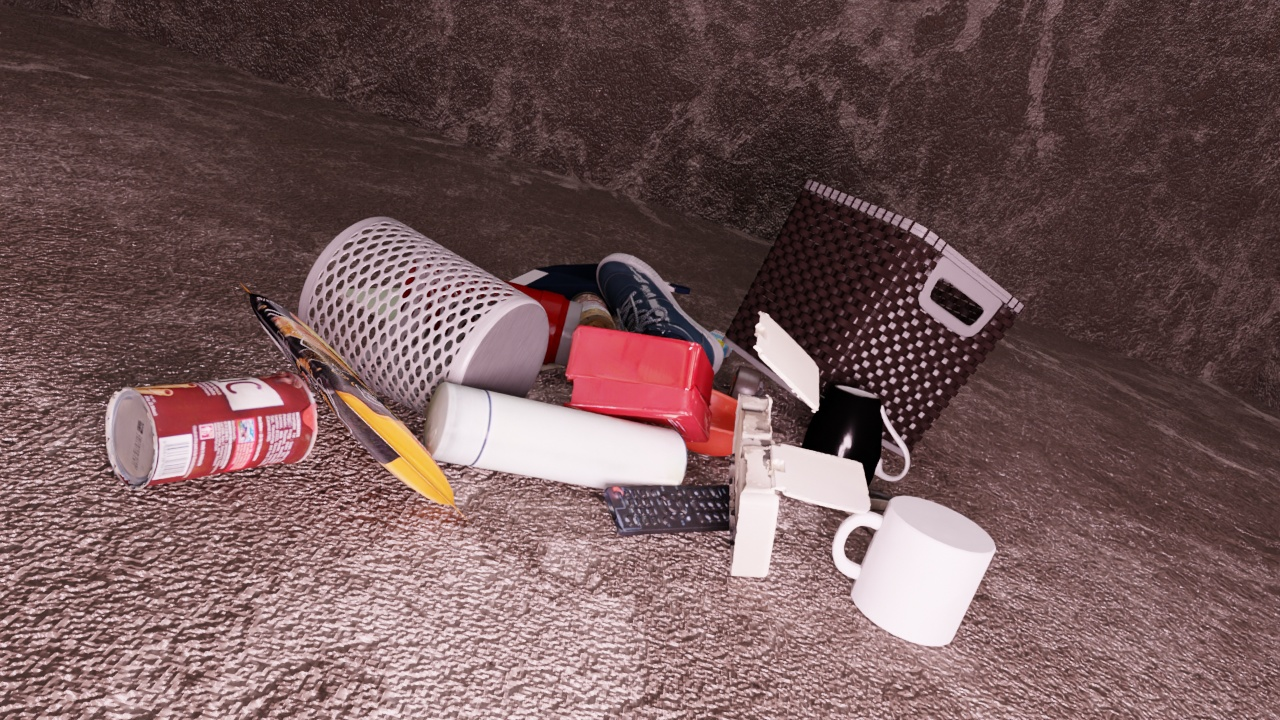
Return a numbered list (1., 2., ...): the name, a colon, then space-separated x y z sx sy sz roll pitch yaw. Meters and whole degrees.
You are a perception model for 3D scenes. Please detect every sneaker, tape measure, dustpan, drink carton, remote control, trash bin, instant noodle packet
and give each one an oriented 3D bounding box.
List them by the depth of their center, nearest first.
1. instant noodle packet: -0.229 0.031 0.729 0.221 0.032 0.160 34 -17 43
2. remote control: 0.035 0.134 0.812 0.150 0.022 0.047 6 45 -35
3. trash bin: -0.199 -0.029 0.873 0.183 0.157 0.156 27 19 20
4. tape measure: 0.135 0.038 1.175 0.038 0.059 0.058 19 19 1
5. sneaker: 0.012 -0.052 1.241 0.235 0.089 0.087 44 31 18
6. drink carton: 0.101 -0.019 1.355 0.044 0.039 0.128 24 17 19
7. dustpan: -0.063 -0.119 1.432 0.273 0.080 0.235 20 16 6

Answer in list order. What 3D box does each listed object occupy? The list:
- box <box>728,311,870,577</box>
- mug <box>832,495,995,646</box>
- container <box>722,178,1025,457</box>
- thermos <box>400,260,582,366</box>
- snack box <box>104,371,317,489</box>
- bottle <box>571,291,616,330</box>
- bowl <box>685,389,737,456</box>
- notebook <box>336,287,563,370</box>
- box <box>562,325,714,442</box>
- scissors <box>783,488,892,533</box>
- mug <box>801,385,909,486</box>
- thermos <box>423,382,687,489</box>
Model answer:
1. box: 0.133 0.072 0.757 0.105 0.188 0.143 4 37 2
2. mug: 0.223 0.171 0.779 0.121 0.090 0.091 21 17 9
3. container: 0.293 -0.052 1.214 0.247 0.244 0.245 26 9 -34
4. thermos: -0.170 -0.053 1.049 0.198 0.084 0.108 14 1 -6
5. snack box: -0.303 0.047 0.655 0.072 0.072 0.121 29 20 31
6. bottle: -0.068 -0.054 1.258 0.056 0.056 0.105 14 17 -15
7. bowl: 0.068 0.070 1.021 0.130 0.045 0.130 17 17 -5
8. notebook: -0.223 -0.040 1.132 0.253 0.010 0.181 27 19 27
9. box: 0.004 0.026 0.891 0.129 0.087 0.158 10 -12 11
10. scissors: 0.225 0.155 0.971 0.170 0.013 0.157 1 22 -43
11. mug: 0.246 0.087 1.029 0.119 0.100 0.084 17 9 21
12. thermos: -0.071 0.073 0.804 0.229 0.068 0.068 15 16 -26
